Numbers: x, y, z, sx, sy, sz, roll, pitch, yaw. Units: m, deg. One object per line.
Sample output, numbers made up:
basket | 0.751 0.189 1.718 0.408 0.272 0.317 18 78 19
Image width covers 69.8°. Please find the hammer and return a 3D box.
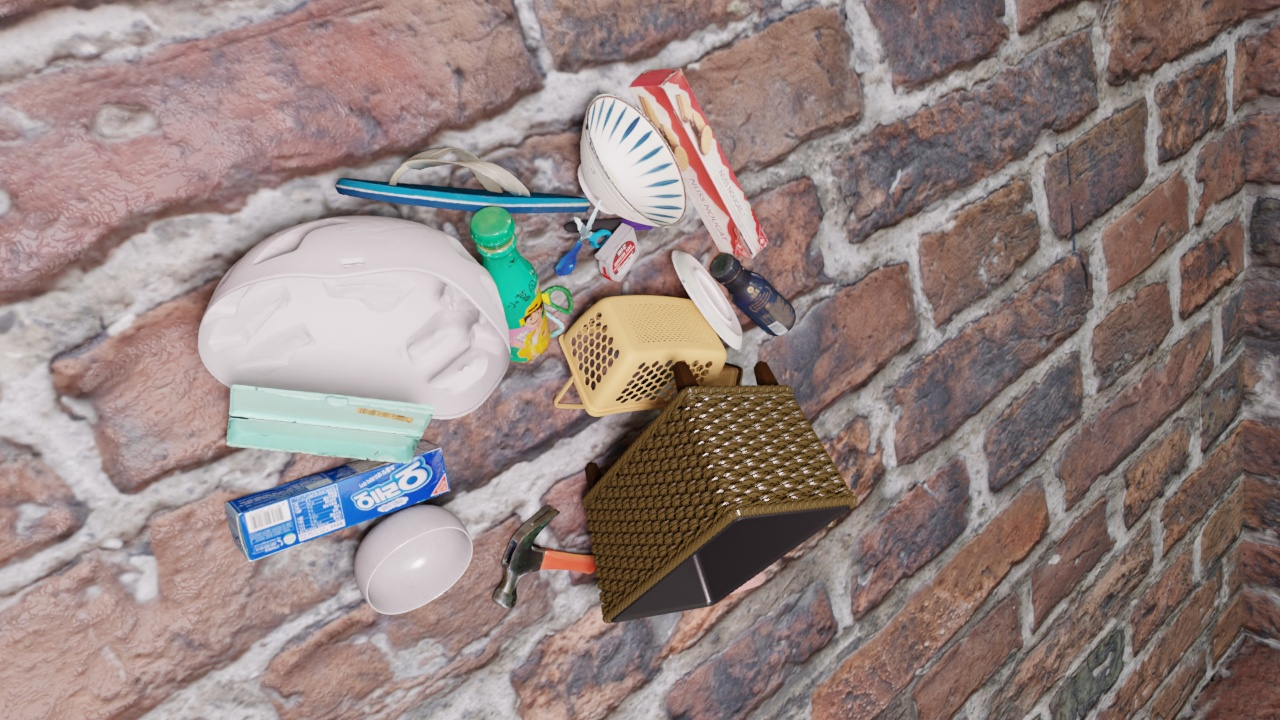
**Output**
hammer | -0.044 0.281 1.258 0.332 0.033 0.133 18 88 -40

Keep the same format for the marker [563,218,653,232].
marker | -0.038 -0.170 1.160 0.133 0.018 0.015 -10 143 -36

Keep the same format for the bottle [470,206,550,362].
bottle | -0.145 -0.082 1.008 0.068 0.068 0.210 -43 153 -23

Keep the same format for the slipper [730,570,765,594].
slipper | 0.119 0.293 1.344 0.093 0.081 0.197 -23 152 11

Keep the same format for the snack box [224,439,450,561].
snack box | -0.322 0.147 0.991 0.225 0.060 0.059 -18 107 -34

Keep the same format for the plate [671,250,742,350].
plate | 0.092 -0.082 1.208 0.014 0.156 0.157 -34 128 16

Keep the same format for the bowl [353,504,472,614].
bowl | -0.262 0.216 1.037 0.131 0.064 0.132 -27 141 -24

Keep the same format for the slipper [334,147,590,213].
slipper | -0.177 -0.192 0.988 0.294 0.118 0.060 -5 111 -41

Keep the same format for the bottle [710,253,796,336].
bottle | 0.161 -0.093 1.307 0.160 0.056 0.056 38 77 -38

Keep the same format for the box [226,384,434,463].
box | -0.309 0.062 0.912 0.186 0.137 0.033 9 56 -23

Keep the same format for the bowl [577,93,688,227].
bowl | -0.025 -0.225 1.105 0.177 0.071 0.177 32 44 -37

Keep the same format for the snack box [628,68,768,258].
snack box | 0.079 -0.250 1.196 0.044 0.077 0.273 -45 124 -18

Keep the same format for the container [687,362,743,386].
container | 0.093 0.056 1.290 0.061 0.063 0.114 11 94 -32

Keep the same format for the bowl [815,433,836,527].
bowl | 0.224 0.182 1.379 0.094 0.159 0.160 -13 111 -3

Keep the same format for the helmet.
helmet | -0.275 -0.036 0.890 0.281 0.183 0.225 -12 146 -30

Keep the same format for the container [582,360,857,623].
container | 0.067 0.157 1.113 0.176 0.322 0.204 0 57 -32

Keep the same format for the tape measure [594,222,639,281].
tape measure | -0.029 -0.134 1.161 0.060 0.020 0.062 -52 153 -19

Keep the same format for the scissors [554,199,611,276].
scissors | -0.073 -0.141 1.098 0.104 0.015 0.133 -43 169 -4

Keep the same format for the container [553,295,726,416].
container | -0.007 0.007 1.168 0.183 0.129 0.167 -2 143 -37

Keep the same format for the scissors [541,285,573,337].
scissors | -0.136 -0.070 1.113 0.130 0.014 0.070 23 86 -40
